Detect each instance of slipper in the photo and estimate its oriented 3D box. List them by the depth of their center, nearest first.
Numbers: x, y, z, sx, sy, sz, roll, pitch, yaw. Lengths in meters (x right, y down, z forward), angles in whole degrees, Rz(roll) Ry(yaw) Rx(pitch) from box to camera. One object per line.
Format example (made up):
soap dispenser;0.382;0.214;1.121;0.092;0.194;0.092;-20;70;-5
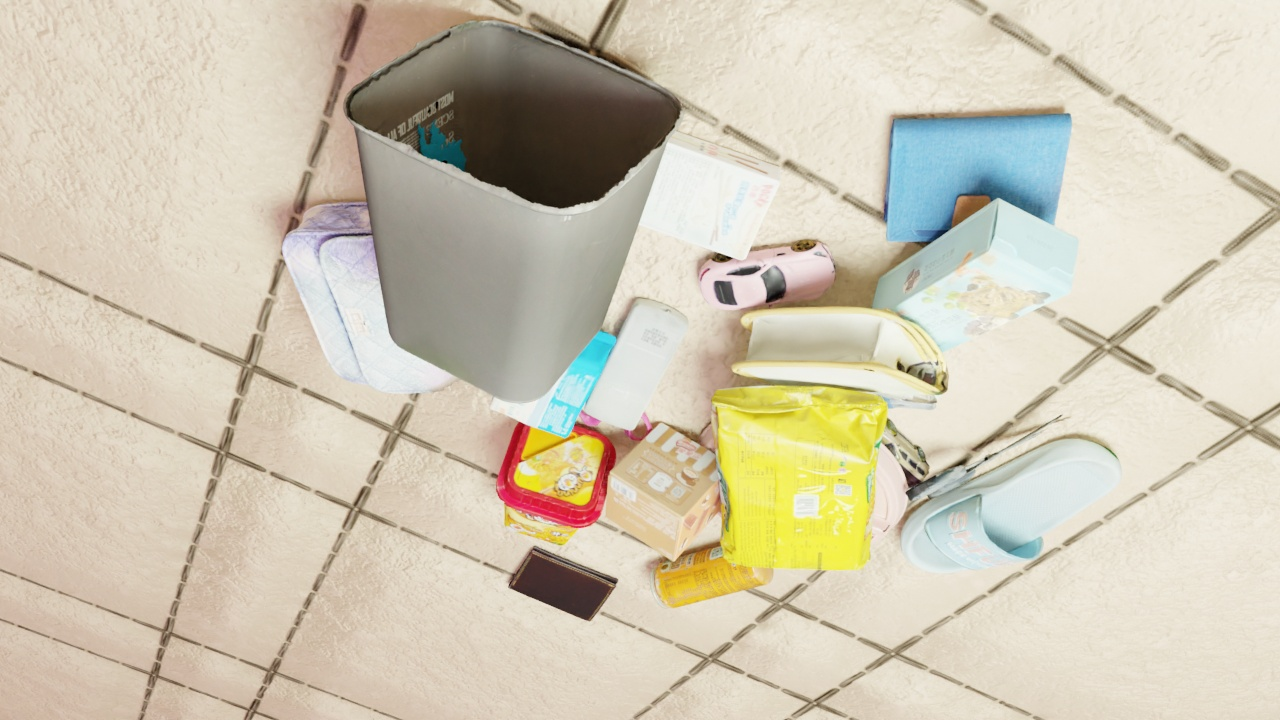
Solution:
slipper;0.386;0.168;0.958;0.104;0.074;0.246;33;128;-19

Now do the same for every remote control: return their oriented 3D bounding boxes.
remote control;-0.005;0.005;0.915;0.058;0.021;0.150;22;124;-8

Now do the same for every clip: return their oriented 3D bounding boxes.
clip;0.263;0.038;0.903;0.057;0.029;0.024;-2;130;22

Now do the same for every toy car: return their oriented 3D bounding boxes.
toy car;0.113;-0.073;0.821;0.122;0.037;0.056;-7;131;16
toy car;0.259;0.096;0.946;0.090;0.035;0.042;41;126;-21

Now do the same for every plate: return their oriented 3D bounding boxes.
plate;0.166;0.136;0.979;0.230;0.028;0.230;13;136;12

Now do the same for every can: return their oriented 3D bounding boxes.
can;0.085;0.257;1.109;0.146;0.058;0.058;-22;124;28

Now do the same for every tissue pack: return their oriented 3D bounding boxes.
tissue pack;-0.089;0.011;0.918;0.090;0.063;0.140;22;131;-7

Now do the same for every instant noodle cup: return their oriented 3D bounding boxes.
instant noodle cup;-0.098;0.140;1.012;0.116;0.115;0.124;18;144;-4

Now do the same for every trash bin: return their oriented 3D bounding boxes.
trash bin;-0.102;-0.108;0.711;0.199;0.198;0.220;27;136;11

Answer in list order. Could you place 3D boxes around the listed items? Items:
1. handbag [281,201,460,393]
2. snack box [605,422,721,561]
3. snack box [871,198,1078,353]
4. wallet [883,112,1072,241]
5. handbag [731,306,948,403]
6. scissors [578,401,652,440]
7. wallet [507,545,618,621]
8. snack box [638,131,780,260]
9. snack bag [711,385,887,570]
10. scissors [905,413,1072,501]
handbag;-0.252;-0.055;0.884;0.134;0.075;0.194;0;132;10
snack box;0.029;0.137;0.965;0.093;0.094;0.077;29;138;23
snack box;0.263;-0.062;0.745;0.074;0.051;0.175;22;159;-10
wallet;0.264;-0.142;0.728;0.133;0.040;0.106;2;128;12
handbag;0.193;0.001;0.830;0.164;0.063;0.178;2;166;45
scissors;-0.022;0.030;0.956;0.105;0.017;0.136;8;128;6
wallet;-0.103;0.295;1.208;0.122;0.020;0.097;25;127;-10
snack box;0.031;-0.147;0.776;0.157;0.026;0.085;18;132;-5
snack bag;0.150;0.121;0.879;0.158;0.068;0.247;0;135;10
scissors;0.343;0.101;0.921;0.159;0.014;0.174;-19;157;-17
